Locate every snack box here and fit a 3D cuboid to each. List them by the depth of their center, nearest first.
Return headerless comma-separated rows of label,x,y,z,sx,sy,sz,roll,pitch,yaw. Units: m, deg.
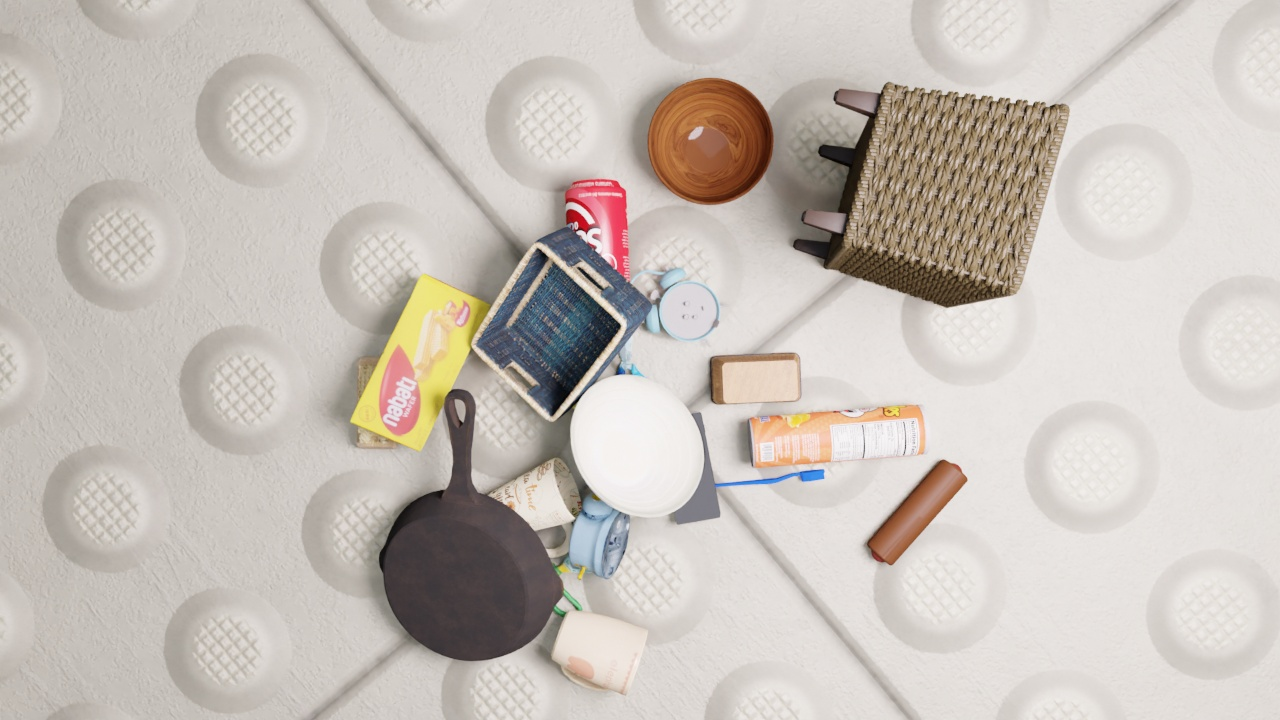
snack box,-0.268,0.002,1.118,0.092,0.042,0.200,26,84,-14

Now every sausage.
sausage,0.342,0.188,1.134,0.040,0.040,0.155,41,92,-1

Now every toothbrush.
toothbrush,0.138,0.154,1.152,0.187,0.016,0.011,-8,93,4

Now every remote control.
remote control,0.060,0.135,1.146,0.058,0.013,0.133,-10,88,6

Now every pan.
pan,-0.217,0.209,1.101,0.249,0.043,0.356,5,107,14

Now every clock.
clock,-0.047,0.205,1.122,0.052,0.088,0.124,12,90,19
clock,0.042,-0.069,1.128,0.123,0.042,0.087,25,93,-1

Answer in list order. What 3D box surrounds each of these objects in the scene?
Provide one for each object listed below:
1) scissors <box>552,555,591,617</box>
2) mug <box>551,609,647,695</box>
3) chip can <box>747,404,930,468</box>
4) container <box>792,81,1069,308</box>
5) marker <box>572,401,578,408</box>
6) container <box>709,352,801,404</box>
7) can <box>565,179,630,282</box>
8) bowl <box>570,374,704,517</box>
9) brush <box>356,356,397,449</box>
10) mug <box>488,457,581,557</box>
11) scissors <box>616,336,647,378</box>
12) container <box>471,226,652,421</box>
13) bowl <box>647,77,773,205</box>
scissors,-0.108,0.265,1.166,0.119,0.012,0.128,-41,92,2
mug,-0.056,0.368,1.142,0.104,0.085,0.112,21,123,3
chip can,0.239,0.092,1.120,0.210,0.062,0.062,-5,93,2
container,0.285,-0.171,0.986,0.205,0.320,0.176,15,93,7
marker,-0.101,0.040,1.153,0.132,0.014,0.014,36,93,0
container,0.143,0.024,1.120,0.114,0.061,0.063,-2,93,2
can,-0.052,-0.144,1.111,0.074,0.074,0.142,-2,93,2
bowl,-0.014,0.109,1.100,0.176,0.058,0.176,12,61,-24
brush,-0.331,0.054,1.148,0.049,0.039,0.117,1,90,3
mug,-0.125,0.192,1.139,0.097,0.081,0.122,-22,108,10
scissors,-0.029,0.006,1.149,0.086,0.015,0.135,-19,91,4
container,-0.094,-0.041,1.074,0.145,0.071,0.188,43,127,5
bowl,0.082,-0.257,1.103,0.147,0.069,0.147,0,92,1
